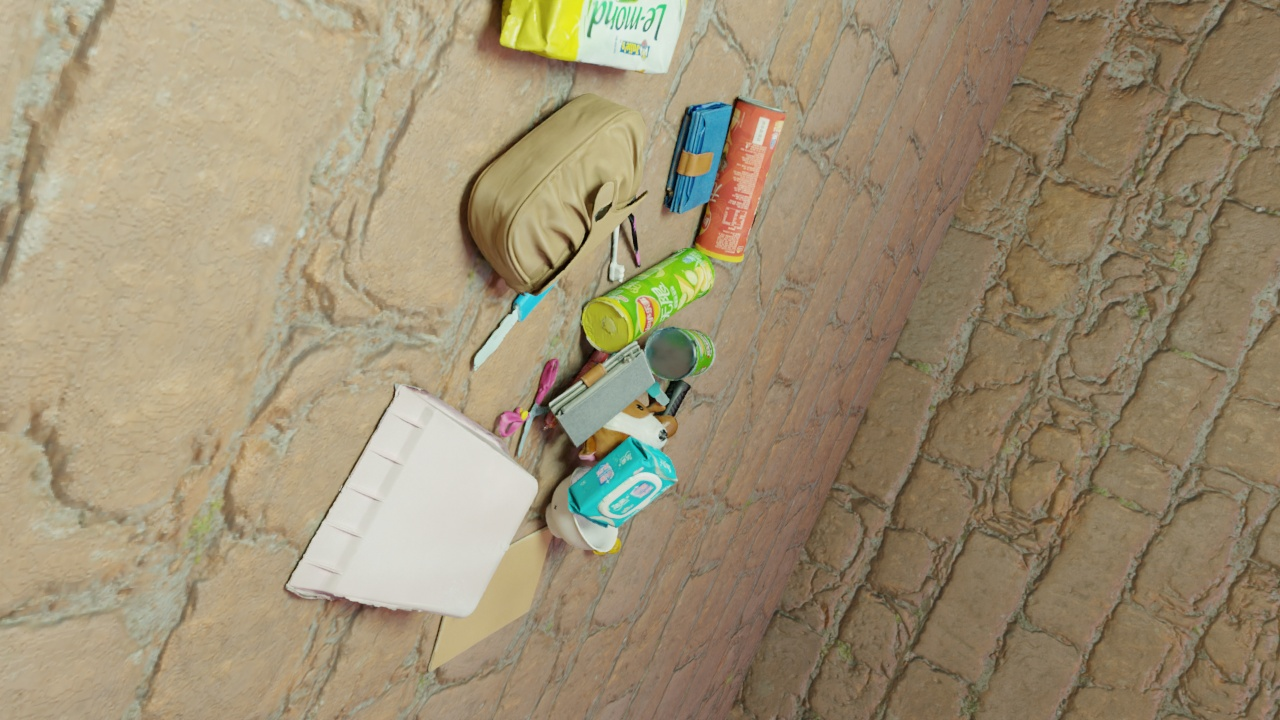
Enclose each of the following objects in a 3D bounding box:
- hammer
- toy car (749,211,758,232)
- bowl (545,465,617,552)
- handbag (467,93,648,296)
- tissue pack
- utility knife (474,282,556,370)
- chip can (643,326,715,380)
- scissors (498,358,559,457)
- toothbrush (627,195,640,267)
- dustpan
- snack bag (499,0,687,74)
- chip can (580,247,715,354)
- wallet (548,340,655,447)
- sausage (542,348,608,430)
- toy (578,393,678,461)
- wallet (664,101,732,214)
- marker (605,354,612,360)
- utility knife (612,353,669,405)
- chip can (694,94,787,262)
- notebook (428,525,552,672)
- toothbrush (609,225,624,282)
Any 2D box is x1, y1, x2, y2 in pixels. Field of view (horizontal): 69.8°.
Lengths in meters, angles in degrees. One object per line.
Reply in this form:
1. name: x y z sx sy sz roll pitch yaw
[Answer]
1. hammer: -0.004 0.164 1.423 0.300 0.033 0.128 -62 157 -4
2. toy car: 0.148 -0.211 1.364 0.049 0.031 0.106 -65 159 2
3. bowl: -0.087 0.206 1.233 0.118 0.065 0.118 47 33 -43
4. handbag: -0.069 -0.158 0.888 0.204 0.100 0.148 -47 155 -27
5. tissue pack: -0.024 0.160 1.172 0.134 0.050 0.093 -40 142 13
6. utility knife: -0.112 -0.074 0.985 0.218 0.018 0.034 -53 154 -21
7. chip can: 0.056 -0.010 1.254 0.236 0.072 0.072 -4 118 -80
8. scissors: -0.127 0.057 1.087 0.133 0.017 0.134 -5 117 -68
9. toothbrush: -0.006 -0.157 1.091 0.189 0.018 0.014 76 10 -68
10. dustpan: -0.234 0.160 0.978 0.273 0.139 0.222 37 79 -37
11. snack bag: -0.030 -0.347 0.819 0.245 0.068 0.158 -20 130 -58
12. chip can: 0.016 -0.081 1.172 0.220 0.072 0.073 -36 143 -48
13. wallet: -0.047 0.037 1.107 0.129 0.037 0.107 -38 151 -9
14. sausage: -0.077 0.031 1.143 0.155 0.020 0.020 -55 155 -31
15. toy: -0.016 0.103 1.237 0.199 0.131 0.140 46 53 -55
16. wallet: 0.076 -0.259 1.166 0.106 0.040 0.133 -34 142 -56
17. marker: -0.044 -0.001 1.195 0.130 0.018 0.023 -58 164 -13
18. utility knife: -0.007 0.007 1.199 0.176 0.013 0.029 49 53 -39
19. chip can: 0.136 -0.246 1.256 0.073 0.073 0.217 -23 133 -56
20. notebook: -0.192 0.307 1.207 0.207 0.008 0.148 -16 128 -59
21. toothbrush: -0.024 -0.168 1.073 0.016 0.016 0.180 -60 161 -50
